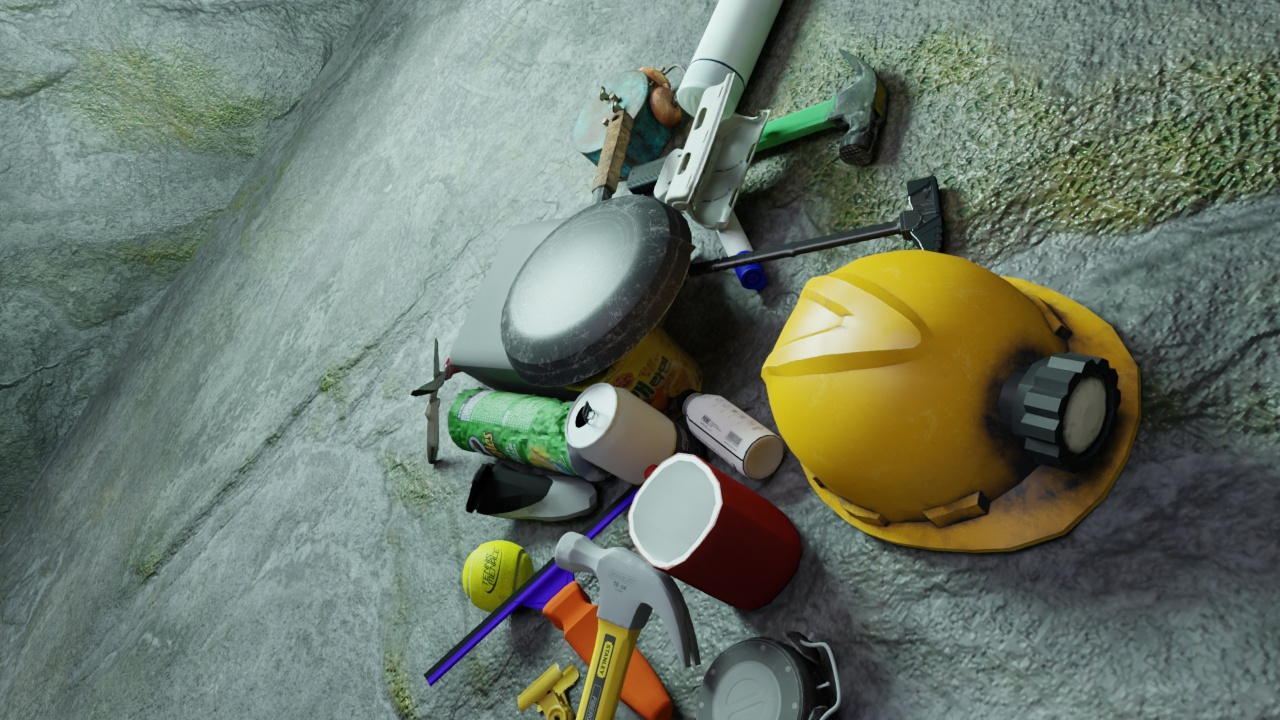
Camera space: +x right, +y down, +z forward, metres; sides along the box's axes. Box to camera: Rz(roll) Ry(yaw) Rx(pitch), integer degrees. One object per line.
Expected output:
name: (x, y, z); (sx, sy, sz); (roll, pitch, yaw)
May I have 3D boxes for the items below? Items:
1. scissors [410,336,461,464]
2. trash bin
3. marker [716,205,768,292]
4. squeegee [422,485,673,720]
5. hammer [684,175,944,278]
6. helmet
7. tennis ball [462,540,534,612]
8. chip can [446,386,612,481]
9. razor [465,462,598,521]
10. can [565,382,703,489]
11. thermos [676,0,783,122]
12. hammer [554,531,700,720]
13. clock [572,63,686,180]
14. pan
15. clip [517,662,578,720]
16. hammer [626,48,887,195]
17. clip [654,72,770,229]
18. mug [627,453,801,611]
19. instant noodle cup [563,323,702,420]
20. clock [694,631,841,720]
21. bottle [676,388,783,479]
scissors: (-0.226, 0.045, 1.039); (0.198, 0.015, 0.179); (-51, -21, -74)
trash bin: (-0.079, -0.055, 0.959); (0.220, 0.097, 0.191); (3, 65, 50)
marker: (0.090, -0.114, 0.874); (0.023, 0.027, 0.133); (-40, 37, 20)
squeegee: (-0.033, 0.223, 0.728); (0.249, 0.055, 0.185); (-41, 37, -14)
hammer: (0.088, -0.080, 0.776); (0.326, 0.015, 0.094); (-10, 54, 23)
helmet: (0.171, 0.006, 0.605); (0.256, 0.131, 0.205); (17, 77, 53)
tennis ball: (-0.131, 0.199, 0.847); (0.066, 0.065, 0.065); (-28, 44, 32)
chip can: (-0.106, 0.069, 0.913); (0.224, 0.075, 0.075); (5, 67, 49)
razor: (-0.104, 0.130, 0.884); (0.156, 0.060, 0.057); (6, 55, 30)
can: (-0.007, 0.066, 0.759); (0.064, 0.127, 0.064); (-28, 44, 32)
thermos: (0.112, -0.372, 1.012); (0.068, 0.068, 0.229); (5, 67, 49)
hammer: (-0.043, 0.296, 0.654); (0.127, 0.029, 0.323); (13, 85, 31)
clock: (-0.010, -0.292, 1.080); (0.158, 0.073, 0.121); (-39, 40, 20)
pan: (-0.041, -0.130, 0.852); (0.208, 0.040, 0.356); (-21, 45, 29)
clip: (-0.074, 0.280, 0.756); (0.054, 0.046, 0.048); (-43, 13, 14)
hammer: (0.105, -0.221, 0.935); (0.320, 0.032, 0.130); (-9, 57, 45)
clip: (0.070, -0.187, 0.886); (0.151, 0.110, 0.126); (115, 177, -77)
mug: (0.048, 0.119, 0.683); (0.080, 0.096, 0.116); (-51, 37, 6)
instant noodle cup: (-0.005, 0.005, 0.818); (0.102, 0.108, 0.102); (-28, 45, 32)
clock: (0.086, 0.229, 0.601); (0.123, 0.043, 0.091); (-33, 42, 28)
bottle: (0.068, 0.055, 0.756); (0.041, 0.041, 0.116); (-55, 37, 1)
